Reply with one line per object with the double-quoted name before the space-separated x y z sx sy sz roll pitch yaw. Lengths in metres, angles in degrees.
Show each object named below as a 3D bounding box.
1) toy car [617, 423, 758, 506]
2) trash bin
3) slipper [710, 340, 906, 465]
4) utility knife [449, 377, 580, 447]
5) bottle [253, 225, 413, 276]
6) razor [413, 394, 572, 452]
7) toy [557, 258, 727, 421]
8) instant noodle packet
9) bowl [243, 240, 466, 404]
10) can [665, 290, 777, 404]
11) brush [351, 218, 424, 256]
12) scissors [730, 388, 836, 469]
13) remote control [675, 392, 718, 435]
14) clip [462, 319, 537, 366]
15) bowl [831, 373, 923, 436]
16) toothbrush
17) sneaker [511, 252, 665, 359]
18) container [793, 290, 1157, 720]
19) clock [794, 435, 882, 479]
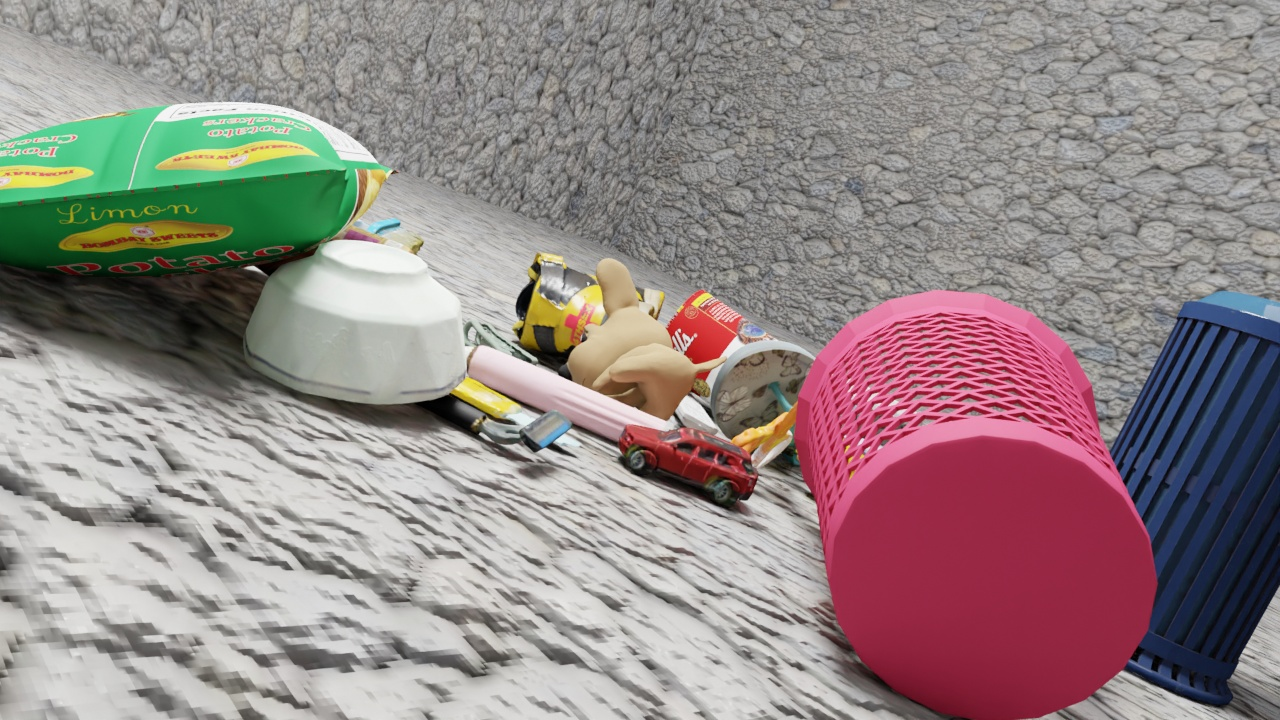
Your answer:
"toy car" 0.030 0.063 0.579 0.091 0.036 0.042 16 10 -6
"trash bin" 0.387 0.086 0.628 0.139 0.250 0.139 22 8 -4
"slipper" 0.152 0.061 0.785 0.268 0.098 0.054 26 28 -46
"utility knife" -0.118 0.012 0.572 0.191 0.018 0.030 29 19 19
"bottle" -0.247 -0.081 0.649 0.166 0.060 0.059 21 9 -8
"razor" -0.110 0.022 0.508 0.144 0.022 0.042 20 18 16
"toy" -0.004 0.004 0.677 0.105 0.134 0.108 -25 29 -16
"instant noodle packet" -0.245 -0.093 0.505 0.195 0.090 0.252 -8 12 -7
"bowl" -0.146 -0.027 0.489 0.117 0.061 0.117 13 18 -5
"can" 0.082 0.001 0.853 0.116 0.087 0.086 36 11 14
"brush" -0.236 -0.096 0.788 0.075 0.055 0.136 26 8 -9
"scissors" 0.099 0.049 0.654 0.011 0.125 0.128 54 -10 21
"remote control" 0.040 0.041 0.808 0.033 0.012 0.131 30 7 -11
"clip" -0.105 -0.007 0.699 0.050 0.023 0.078 21 10 -29
"bowl" 0.211 0.055 0.997 0.176 0.066 0.176 22 8 -4
"toothbrush" -0.083 0.012 0.615 0.222 0.027 0.027 23 28 1
"sneaker" -0.047 -0.043 0.857 0.122 0.086 0.238 21 6 2
"container" 0.166 0.069 0.479 0.183 0.183 0.225 24 16 8
"clock" 0.173 0.090 0.701 0.119 0.057 0.083 29 11 35
